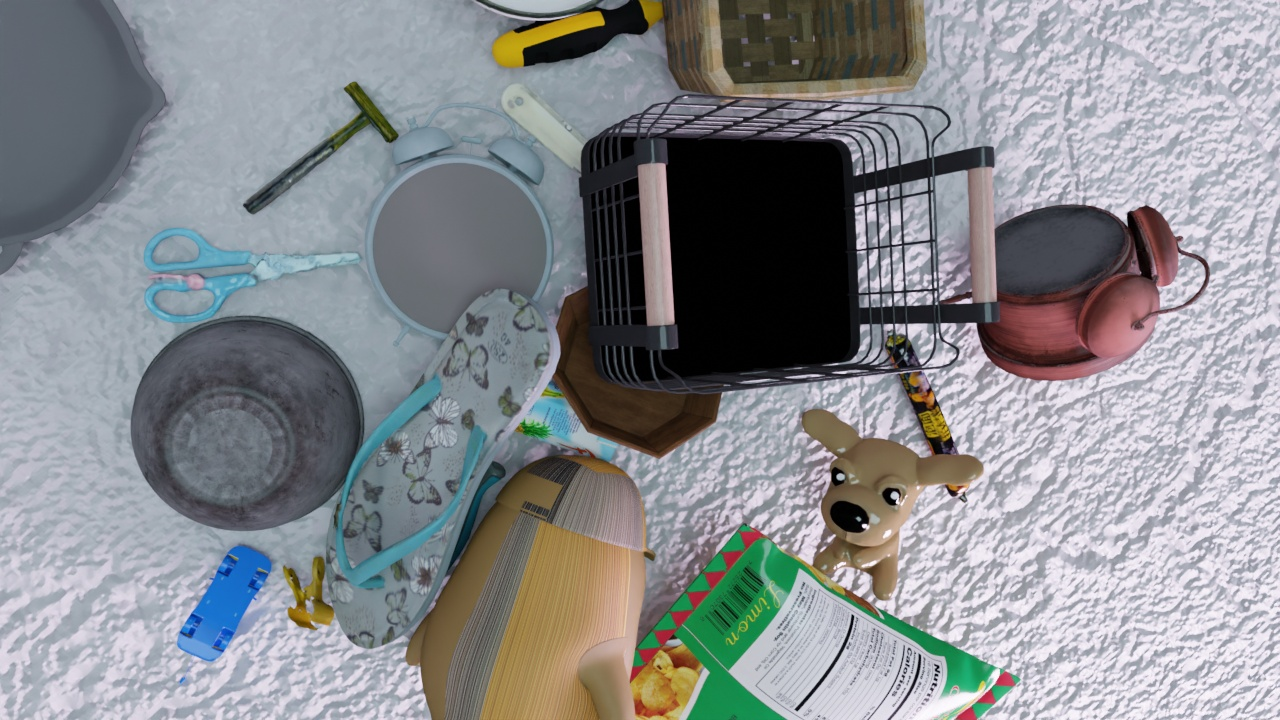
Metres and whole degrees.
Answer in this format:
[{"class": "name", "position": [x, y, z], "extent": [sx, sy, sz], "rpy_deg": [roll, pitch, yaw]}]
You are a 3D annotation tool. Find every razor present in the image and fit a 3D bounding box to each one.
[{"class": "razor", "position": [-0.210, -0.129, 0.586], "extent": [0.106, 0.026, 0.042], "rpy_deg": [-38, 107, 1]}]

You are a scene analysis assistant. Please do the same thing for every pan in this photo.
[{"class": "pan", "position": [-0.390, -0.226, 0.529], "extent": [0.216, 0.024, 0.355], "rpy_deg": [3, 99, -12]}]

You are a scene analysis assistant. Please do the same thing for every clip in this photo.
[{"class": "clip", "position": [-0.232, 0.160, 0.623], "extent": [0.039, 0.053, 0.047], "rpy_deg": [-16, 72, -7]}]

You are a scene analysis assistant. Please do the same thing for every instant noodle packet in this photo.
[{"class": "instant noodle packet", "position": [0.118, 0.244, 0.671], "extent": [0.252, 0.090, 0.196], "rpy_deg": [31, 111, -15]}]

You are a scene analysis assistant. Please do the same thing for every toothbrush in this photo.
[{"class": "toothbrush", "position": [-0.004, -0.228, 0.609], "extent": [0.196, 0.031, 0.031], "rpy_deg": [-20, 88, -13]}]

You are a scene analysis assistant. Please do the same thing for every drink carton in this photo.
[{"class": "drink carton", "position": [-0.072, 0.031, 0.630], "extent": [0.129, 0.044, 0.038], "rpy_deg": [21, 94, -13]}]

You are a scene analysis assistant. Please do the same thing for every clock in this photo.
[{"class": "clock", "position": [-0.116, -0.086, 0.600], "extent": [0.122, 0.045, 0.159], "rpy_deg": [6, 100, -13]}, {"class": "clock", "position": [0.303, -0.051, 0.634], "extent": [0.120, 0.158, 0.072], "rpy_deg": [-52, 128, -27]}]

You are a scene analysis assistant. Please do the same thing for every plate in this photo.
[{"class": "plate", "position": [-0.004, 0.004, 0.624], "extent": [0.131, 0.025, 0.131], "rpy_deg": [8, 67, -20]}]

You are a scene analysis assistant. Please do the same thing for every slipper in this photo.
[{"class": "slipper", "position": [-0.146, 0.069, 0.580], "extent": [0.098, 0.054, 0.269], "rpy_deg": [38, 106, 25]}]

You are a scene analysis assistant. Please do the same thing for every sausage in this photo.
[{"class": "sausage", "position": [0.222, 0.043, 0.706], "extent": [0.020, 0.020, 0.155], "rpy_deg": [-28, 104, -6]}]

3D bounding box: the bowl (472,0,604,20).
[{"class": "bowl", "position": [-0.068, -0.283, 0.562], "extent": [0.153, 0.073, 0.153], "rpy_deg": [-2, 99, -12]}]

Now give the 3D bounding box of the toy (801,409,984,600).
[{"class": "toy", "position": [0.168, 0.109, 0.667], "extent": [0.105, 0.134, 0.108], "rpy_deg": [-31, 130, -47]}]

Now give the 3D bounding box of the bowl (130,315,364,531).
[{"class": "bowl", "position": [-0.253, 0.048, 0.582], "extent": [0.145, 0.067, 0.145], "rpy_deg": [-2, 100, -12]}]

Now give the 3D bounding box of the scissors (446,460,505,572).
[{"class": "scissors", "position": [-0.119, 0.090, 0.627], "extent": [0.129, 0.019, 0.137], "rpy_deg": [-21, 119, 3]}]

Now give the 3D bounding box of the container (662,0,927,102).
[{"class": "container", "position": [0.095, -0.278, 0.526], "extent": [0.157, 0.186, 0.250], "rpy_deg": [-9, 98, -19]}]

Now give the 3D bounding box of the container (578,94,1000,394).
[{"class": "container", "position": [0.085, -0.069, 0.570], "extent": [0.241, 0.130, 0.163], "rpy_deg": [-5, 94, -25]}]

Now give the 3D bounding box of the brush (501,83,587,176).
[{"class": "brush", "position": [-0.009, -0.113, 0.636], "extent": [0.217, 0.012, 0.033], "rpy_deg": [40, 90, -14]}]

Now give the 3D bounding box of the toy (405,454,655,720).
[{"class": "toy", "position": [-0.059, 0.163, 0.613], "extent": [0.162, 0.199, 0.203], "rpy_deg": [24, 82, -55]}]

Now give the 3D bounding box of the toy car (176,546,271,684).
[{"class": "toy car", "position": [-0.289, 0.175, 0.626], "extent": [0.033, 0.062, 0.091], "rpy_deg": [31, 62, -15]}]

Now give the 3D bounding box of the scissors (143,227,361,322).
[{"class": "scissors", "position": [-0.251, -0.063, 0.596], "extent": [0.138, 0.015, 0.063], "rpy_deg": [-11, 98, -16]}]
